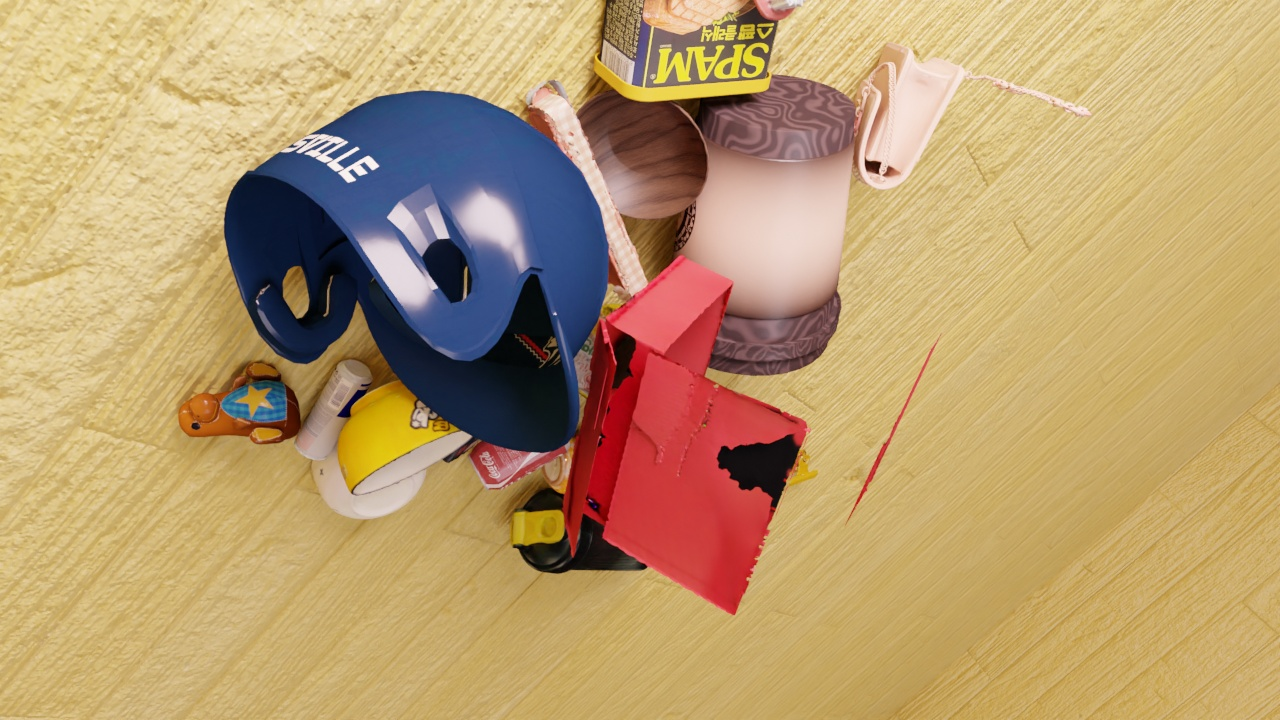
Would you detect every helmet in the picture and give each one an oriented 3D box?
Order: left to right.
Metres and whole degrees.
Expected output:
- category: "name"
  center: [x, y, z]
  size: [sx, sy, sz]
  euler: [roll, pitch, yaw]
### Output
- category: "helmet"
  center: [-0.125, -0.054, 0.649]
  size: [0.222, 0.233, 0.272]
  euler: [-36, 114, -39]

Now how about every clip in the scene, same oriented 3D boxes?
- category: "clip"
  center: [0.225, 0.150, 1.304]
  size: [0.054, 0.045, 0.048]
  euler: [-14, 92, -25]

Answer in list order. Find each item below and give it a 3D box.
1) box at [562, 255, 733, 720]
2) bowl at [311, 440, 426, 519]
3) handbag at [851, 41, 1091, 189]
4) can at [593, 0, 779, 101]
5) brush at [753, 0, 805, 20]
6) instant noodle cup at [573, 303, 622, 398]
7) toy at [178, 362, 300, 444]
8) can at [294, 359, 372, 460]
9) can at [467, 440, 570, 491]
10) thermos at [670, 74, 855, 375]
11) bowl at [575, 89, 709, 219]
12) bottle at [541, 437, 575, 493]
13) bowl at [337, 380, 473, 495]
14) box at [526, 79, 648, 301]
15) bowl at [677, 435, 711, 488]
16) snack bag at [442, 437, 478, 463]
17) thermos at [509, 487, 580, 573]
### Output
- category: "box"
  center: [-0.010, 0.109, 0.668]
  size: [0.107, 0.408, 0.212]
  euler: [13, 127, -2]
- category: "bowl"
  center: [-0.251, 0.108, 0.866]
  size: [0.104, 0.054, 0.105]
  euler: [-22, 140, -20]
- category: "handbag"
  center: [0.277, -0.195, 0.808]
  size: [0.187, 0.198, 0.117]
  euler: [19, 113, 1]
- category: "can"
  center: [0.040, -0.264, 0.695]
  size: [0.135, 0.075, 0.105]
  euler: [-13, 133, -27]
- category: "brush"
  center: [0.074, -0.320, 0.627]
  size: [0.040, 0.030, 0.172]
  euler: [-33, 108, -23]
- category: "instant noodle cup"
  center: [-0.005, 0.006, 0.920]
  size: [0.102, 0.102, 0.108]
  euler: [-46, 149, 11]
- category: "toy"
  center: [-0.330, 0.051, 0.763]
  size: [0.090, 0.070, 0.103]
  euler: [-6, 157, -16]
- category: "can"
  center: [-0.268, 0.043, 0.802]
  size: [0.032, 0.032, 0.095]
  euler: [14, 120, -45]
- category: "can"
  center: [-0.125, 0.092, 0.945]
  size: [0.096, 0.054, 0.054]
  euler: [-29, 141, -10]
- category: "thermos"
  center: [0.108, -0.124, 0.824]
  size: [0.172, 0.172, 0.227]
  euler: [-17, 131, -24]
- category: "bowl"
  center: [0.001, -0.175, 0.756]
  size: [0.119, 0.032, 0.119]
  euler: [11, 135, 11]
- category: "bottle"
  center: [-0.053, 0.114, 1.015]
  size: [0.109, 0.063, 0.063]
  euler: [1, 128, -39]
- category: "bowl"
  center: [-0.207, 0.059, 0.786]
  size: [0.117, 0.067, 0.117]
  euler: [-29, 171, -5]
- category: "box"
  center: [-0.037, -0.131, 0.734]
  size: [0.054, 0.078, 0.187]
  euler: [-13, 127, 17]
- category: "bowl"
  center: [0.025, 0.126, 1.102]
  size: [0.114, 0.045, 0.114]
  euler: [-21, 139, -20]
- category: "snack bag"
  center: [-0.129, 0.036, 0.883]
  size: [0.155, 0.018, 0.074]
  euler: [-47, 180, 11]
- category: "thermos"
  center: [-0.061, 0.208, 1.089]
  size: [0.098, 0.098, 0.220]
  euler: [-48, 146, 13]
